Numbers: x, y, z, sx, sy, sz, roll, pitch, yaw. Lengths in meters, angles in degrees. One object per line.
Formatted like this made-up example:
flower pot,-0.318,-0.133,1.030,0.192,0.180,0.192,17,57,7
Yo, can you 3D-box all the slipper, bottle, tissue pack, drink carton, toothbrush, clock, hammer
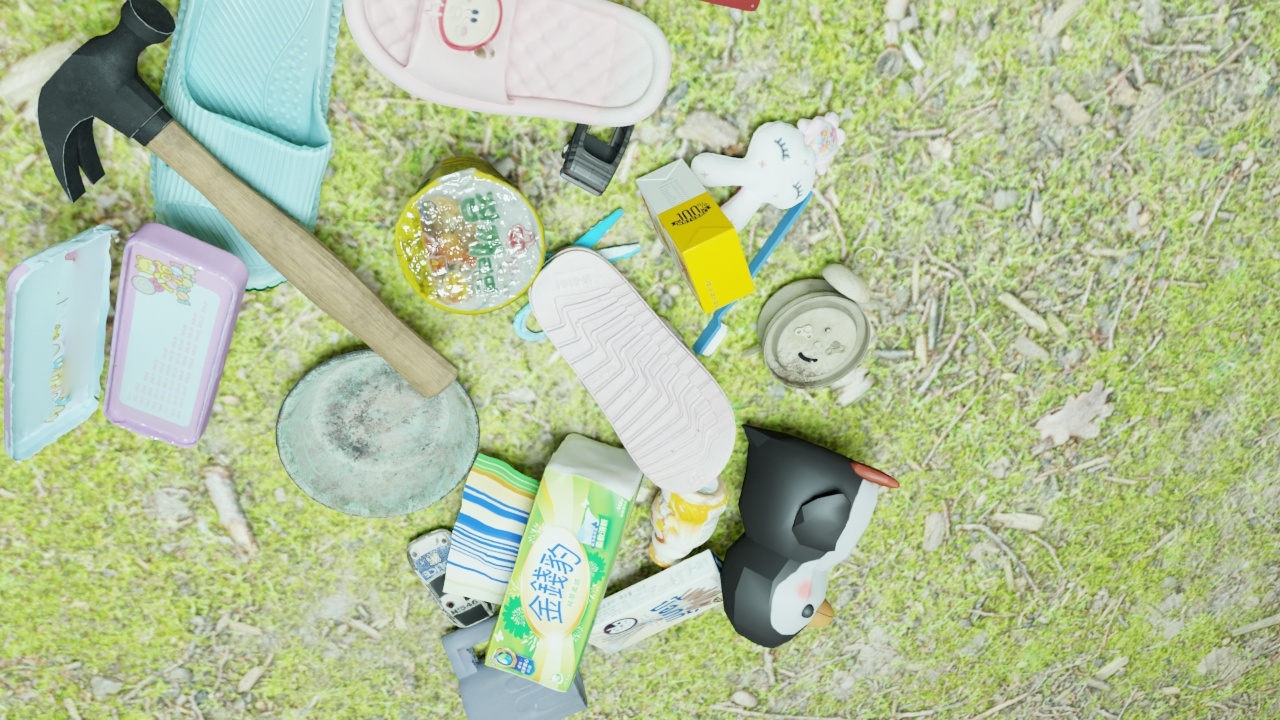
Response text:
slipper,-0.086,-0.215,0.611,0.221,0.055,0.107,14,96,-11
bottle,0.039,0.146,0.848,0.063,0.063,0.109,7,129,-17
slipper,-0.005,0.004,0.763,0.094,0.064,0.239,-36,110,3
tissue pack,-0.092,0.160,0.788,0.141,0.120,0.198,19,97,4
drink carton,0.039,-0.097,0.687,0.040,0.122,0.058,-25,130,0
toothbrush,0.096,-0.072,0.773,0.014,0.016,0.167,27,107,-25
slipper,-0.259,-0.169,0.606,0.116,0.069,0.277,13,113,-17
clock,0.154,-0.041,0.783,0.093,0.054,0.141,22,117,-23
hammer,-0.244,-0.078,0.611,0.132,0.040,0.305,-30,121,25

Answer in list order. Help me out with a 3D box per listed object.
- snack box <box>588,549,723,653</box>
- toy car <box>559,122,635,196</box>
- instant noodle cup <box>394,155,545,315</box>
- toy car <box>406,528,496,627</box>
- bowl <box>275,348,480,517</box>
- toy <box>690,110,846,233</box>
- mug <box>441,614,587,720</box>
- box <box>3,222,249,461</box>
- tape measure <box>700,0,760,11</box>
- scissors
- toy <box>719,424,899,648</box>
snack box,0.017,0.234,0.883,0.150,0.026,0.082,-27,144,9
toy car,-0.026,-0.168,0.665,0.040,0.037,0.092,25,76,-23
instant noodle cup,-0.122,-0.099,0.651,0.102,0.108,0.102,-6,118,-11
toy car,-0.172,0.202,0.837,0.048,0.040,0.113,-26,120,-1
bowl,-0.212,0.054,0.750,0.157,0.038,0.158,-6,118,-11
toy,0.106,-0.152,0.721,0.125,0.037,0.076,-26,122,4
mug,-0.120,0.299,0.884,0.104,0.084,0.124,-21,101,-3
box,-0.356,-0.007,0.624,0.139,0.062,0.215,-6,148,-38
tape measure,0.062,-0.280,0.653,0.059,0.019,0.051,5,116,-17
scissors,-0.068,-0.083,0.730,0.141,0.013,0.113,-42,117,13
toy,0.124,0.160,0.819,0.140,0.159,0.184,23,89,4
